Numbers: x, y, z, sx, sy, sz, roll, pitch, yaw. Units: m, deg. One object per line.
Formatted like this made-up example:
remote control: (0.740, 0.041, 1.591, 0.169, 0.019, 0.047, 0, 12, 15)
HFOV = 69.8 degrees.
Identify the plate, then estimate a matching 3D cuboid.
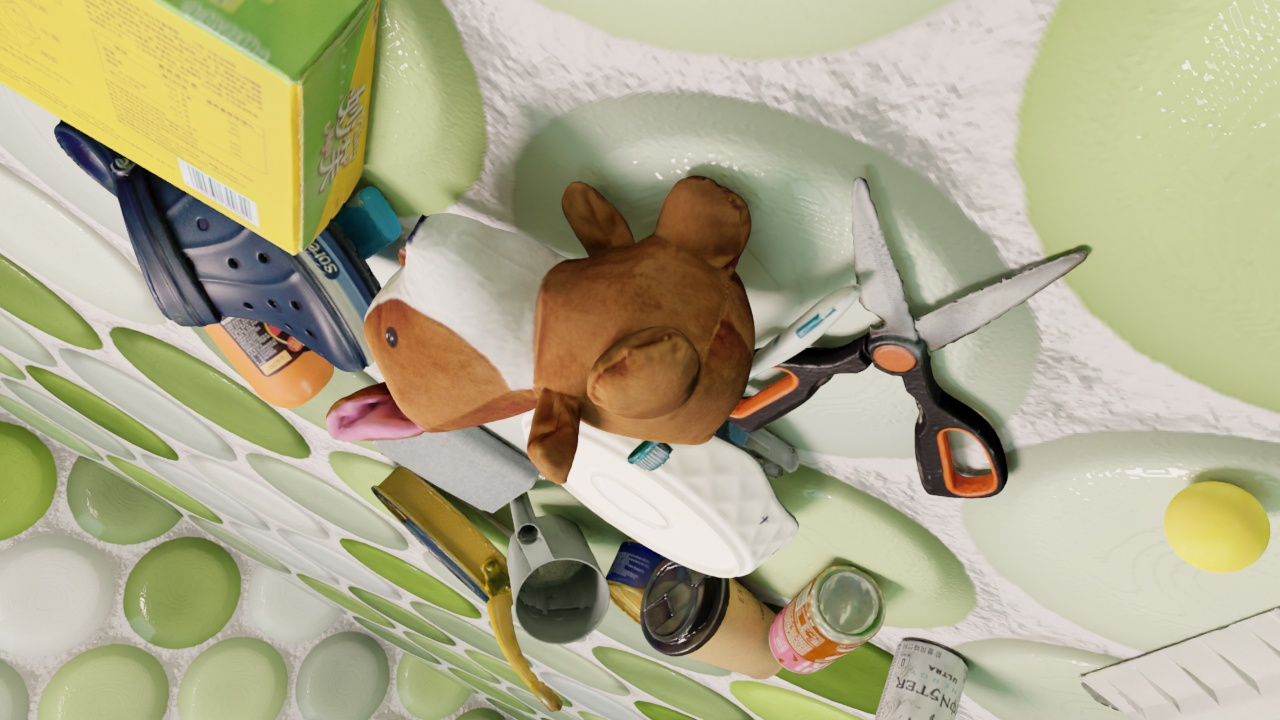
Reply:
plate: (0.004, 0.079, 0.611, 0.205, 0.045, 0.205, 30, 157, 14)

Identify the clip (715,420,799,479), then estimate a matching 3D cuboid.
clip: (0.071, 0.051, 0.558, 0.058, 0.025, 0.036, 34, 145, -20)

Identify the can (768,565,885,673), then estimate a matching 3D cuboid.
can: (0.143, 0.207, 0.723, 0.058, 0.057, 0.147, 24, 153, 7)

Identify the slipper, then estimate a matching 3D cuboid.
slipper: (-0.259, -0.072, 0.542, 0.253, 0.095, 0.105, 34, 159, 12)

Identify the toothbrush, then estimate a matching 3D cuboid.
toothbrush: (0.045, 0.015, 0.449, 0.018, 0.016, 0.192, 39, 138, -8)

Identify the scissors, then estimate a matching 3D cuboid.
scissors: (0.119, 0.004, 0.439, 0.221, 0.021, 0.232, -13, 134, 45)

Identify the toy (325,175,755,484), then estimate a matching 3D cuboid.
toy: (-0.051, -0.017, 0.418, 0.200, 0.139, 0.130, 0, 140, 32)

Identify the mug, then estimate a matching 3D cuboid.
mug: (-0.085, 0.179, 0.832, 0.103, 0.083, 0.124, -133, 20, -71)

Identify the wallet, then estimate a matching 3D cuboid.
wallet: (-0.163, 0.081, 0.808, 0.129, 0.036, 0.107, 35, 142, -16)

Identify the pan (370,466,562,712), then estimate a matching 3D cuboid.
pan: (-0.162, 0.223, 0.908, 0.358, 0.078, 0.198, 21, 151, 47)

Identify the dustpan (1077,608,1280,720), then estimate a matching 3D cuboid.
dustpan: (0.455, 0.238, 0.549, 0.257, 0.142, 0.223, 51, 160, 20)

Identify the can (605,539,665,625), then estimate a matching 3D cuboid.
can: (0.021, 0.227, 0.879, 0.075, 0.049, 0.148, 3, 144, 40)

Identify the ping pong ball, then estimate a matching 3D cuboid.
ping pong ball: (0.256, 0.074, 0.408, 0.040, 0.040, 0.040, 22, 152, 12)

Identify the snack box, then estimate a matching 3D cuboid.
snack box: (-0.228, -0.157, 0.415, 0.210, 0.069, 0.158, 31, 153, -6)

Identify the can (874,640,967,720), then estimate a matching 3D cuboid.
can: (0.211, 0.299, 0.723, 0.058, 0.146, 0.058, 22, 152, 12)

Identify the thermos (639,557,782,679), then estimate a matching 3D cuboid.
thermos: (0.069, 0.227, 0.803, 0.093, 0.092, 0.143, -5, 147, 47)

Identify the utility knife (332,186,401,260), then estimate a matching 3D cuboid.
utility knife: (-0.210, -0.067, 0.611, 0.034, 0.018, 0.224, 49, 147, -17)

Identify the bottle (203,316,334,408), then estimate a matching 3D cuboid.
bottle: (-0.315, -0.029, 0.734, 0.067, 0.066, 0.149, -4, 132, 46)
